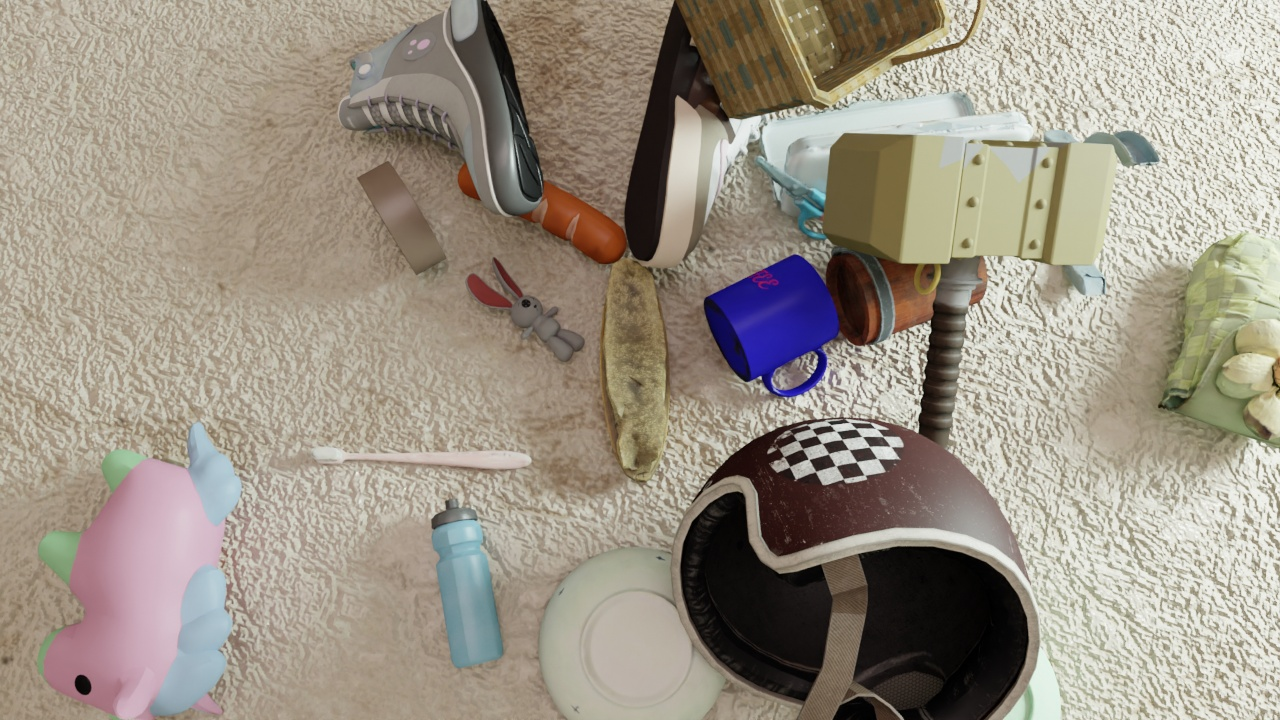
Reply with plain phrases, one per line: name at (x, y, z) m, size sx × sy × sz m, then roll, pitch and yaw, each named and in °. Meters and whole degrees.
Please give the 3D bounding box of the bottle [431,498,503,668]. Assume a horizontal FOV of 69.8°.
bottle at (-0.139, 0.173, 0.726) m, size 0.040 × 0.040 × 0.130 m, roll -12°, pitch 75°, yaw -4°

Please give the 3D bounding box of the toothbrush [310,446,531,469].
toothbrush at (-0.181, 0.080, 0.763) m, size 0.181 × 0.018 × 0.015 m, roll 2°, pitch 75°, yaw -1°

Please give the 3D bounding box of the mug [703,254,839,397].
mug at (0.114, -0.021, 0.769) m, size 0.083 × 0.079 × 0.111 m, roll -26°, pitch 105°, yaw -8°

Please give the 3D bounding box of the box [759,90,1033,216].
box at (0.216, -0.192, 0.797) m, size 0.210 × 0.106 × 0.129 m, roll -12°, pitch 72°, yaw -4°

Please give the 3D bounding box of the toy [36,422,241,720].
toy at (-0.363, 0.165, 0.694) m, size 0.171 × 0.120 × 0.222 m, roll 27°, pitch 77°, yaw 16°

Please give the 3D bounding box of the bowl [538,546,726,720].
bowl at (-0.004, 0.218, 0.699) m, size 0.153 × 0.073 × 0.153 m, roll 0°, pitch 76°, yaw -1°

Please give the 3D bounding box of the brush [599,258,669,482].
brush at (-0.005, 0.005, 0.771) m, size 0.059 × 0.043 × 0.195 m, roll -2°, pitch 74°, yaw -1°

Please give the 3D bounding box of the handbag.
handbag at (0.509, -0.022, 0.748) m, size 0.113 × 0.117 × 0.186 m, roll 19°, pitch 77°, yaw 4°

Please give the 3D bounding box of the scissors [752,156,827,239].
scissors at (0.137, -0.139, 0.774) m, size 0.056 × 0.136 × 0.015 m, roll -33°, pitch 55°, yaw 31°

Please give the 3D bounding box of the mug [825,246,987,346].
mug at (0.220, -0.081, 0.781) m, size 0.111 × 0.081 × 0.117 m, roll -16°, pitch 75°, yaw -9°

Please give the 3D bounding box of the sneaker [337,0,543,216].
sneaker at (-0.178, -0.202, 0.778) m, size 0.160 × 0.093 × 0.256 m, roll -18°, pitch 53°, yaw 4°

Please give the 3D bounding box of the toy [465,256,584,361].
toy at (-0.097, -0.042, 0.790) m, size 0.111 × 0.030 × 0.049 m, roll 39°, pitch 49°, yaw 7°

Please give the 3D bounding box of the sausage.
sausage at (-0.085, -0.134, 0.809) m, size 0.164 × 0.039 × 0.044 m, roll 28°, pitch 61°, yaw 7°

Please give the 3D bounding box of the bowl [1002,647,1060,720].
bowl at (0.249, 0.253, 0.691) m, size 0.151 × 0.077 × 0.150 m, roll 0°, pitch 74°, yaw 0°

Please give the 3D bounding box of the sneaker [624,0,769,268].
sneaker at (0.069, -0.204, 0.807) m, size 0.116 × 0.112 × 0.293 m, roll 16°, pitch 69°, yaw -15°

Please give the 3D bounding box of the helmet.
helmet at (0.136, 0.164, 0.610) m, size 0.234 × 0.253 × 0.233 m, roll -20°, pitch 112°, yaw 1°

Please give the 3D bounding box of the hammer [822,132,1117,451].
hammer at (0.233, -0.003, 0.703) m, size 0.190 × 0.100 × 0.325 m, roll -1°, pitch 105°, yaw -15°

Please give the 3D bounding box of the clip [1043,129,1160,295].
clip at (0.387, -0.153, 0.766) m, size 0.031 × 0.165 × 0.168 m, roll -4°, pitch 72°, yaw -3°

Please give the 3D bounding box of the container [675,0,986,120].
container at (0.173, -0.302, 0.734) m, size 0.249 × 0.187 × 0.157 m, roll -37°, pitch 106°, yaw -39°

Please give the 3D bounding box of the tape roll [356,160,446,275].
tape roll at (-0.201, -0.120, 0.776) m, size 0.030 × 0.094 × 0.093 m, roll -31°, pitch 77°, yaw -9°
